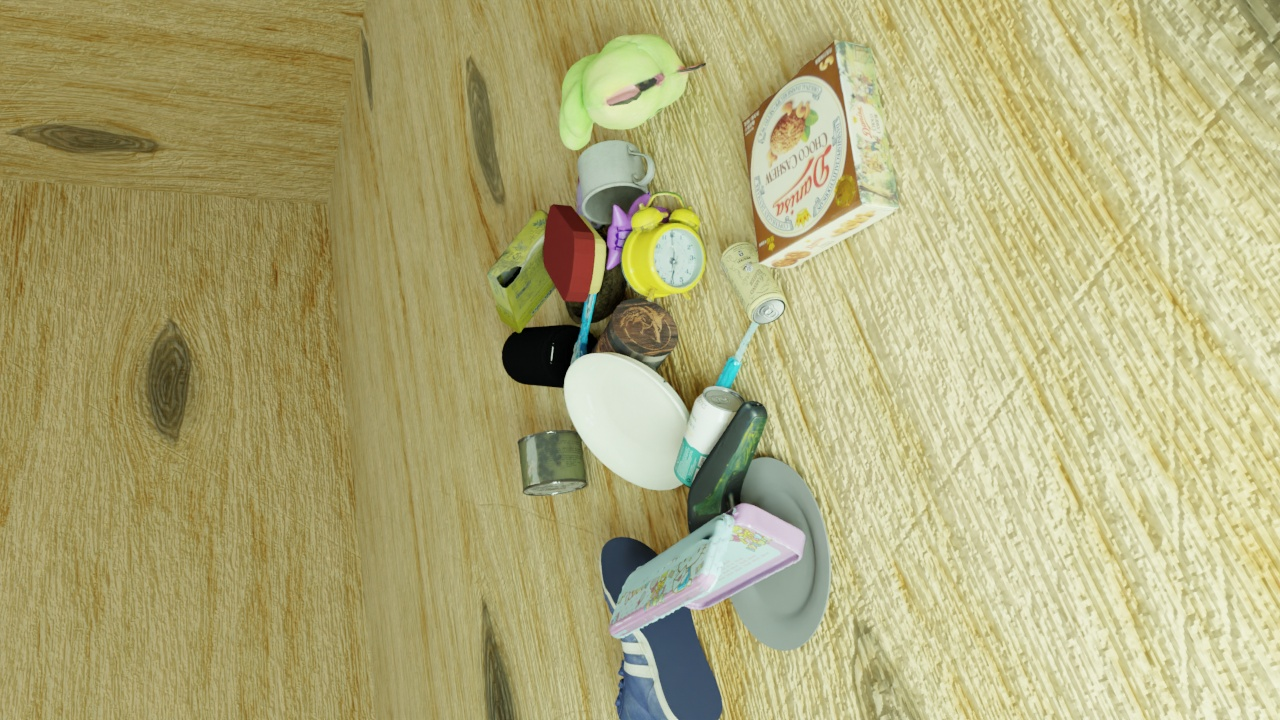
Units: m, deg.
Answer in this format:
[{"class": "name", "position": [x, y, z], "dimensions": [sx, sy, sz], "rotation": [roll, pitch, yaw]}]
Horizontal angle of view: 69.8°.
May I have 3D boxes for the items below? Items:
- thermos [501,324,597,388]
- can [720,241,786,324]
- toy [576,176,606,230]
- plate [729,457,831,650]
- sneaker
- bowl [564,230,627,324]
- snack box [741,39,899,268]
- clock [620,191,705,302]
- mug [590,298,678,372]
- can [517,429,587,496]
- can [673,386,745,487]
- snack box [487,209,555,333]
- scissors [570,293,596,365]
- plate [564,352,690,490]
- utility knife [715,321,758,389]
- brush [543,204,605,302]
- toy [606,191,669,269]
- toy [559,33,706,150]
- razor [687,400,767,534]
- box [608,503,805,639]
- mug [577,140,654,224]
[{"class": "thermos", "position": [-0.120, -0.006, 1.274], "dimensions": [0.199, 0.086, 0.086], "rotation": [1, 91, 63]}, {"class": "can", "position": [0.107, -0.074, 0.877], "dimensions": [0.038, 0.038, 0.079], "rotation": [-64, 36, 41]}, {"class": "toy", "position": [-0.064, -0.217, 1.219], "dimensions": [0.080, 0.036, 0.099], "rotation": [157, 112, -62]}, {"class": "plate", "position": [0.126, 0.180, 0.865], "dimensions": [0.179, 0.012, 0.178], "rotation": [-1, 88, 63]}, {"class": "sneaker", "position": [0.006, 0.326, 1.027], "dimensions": [0.233, 0.091, 0.119], "rotation": [59, 143, 34]}, {"class": "bowl", "position": [-0.050, -0.106, 1.169], "dimensions": [0.121, 0.056, 0.121], "rotation": [-2, 88, 63]}, {"class": "snack box", "position": [0.149, -0.172, 0.791], "dimensions": [0.143, 0.041, 0.147], "rotation": [-28, 64, 60]}, {"class": "clock", "position": [0.025, -0.123, 0.992], "dimensions": [0.057, 0.083, 0.119], "rotation": [5, 97, 58]}, {"class": "mug", "position": [-0.006, 0.006, 1.064], "dimensions": [0.115, 0.079, 0.107], "rotation": [64, 146, 23]}, {"class": "can", "position": [-0.123, 0.142, 1.273], "dimensions": [0.090, 0.089, 0.074], "rotation": [-38, 57, 57]}, {"class": "can", "position": [0.071, 0.080, 0.928], "dimensions": [0.055, 0.054, 0.102], "rotation": [53, 136, 50]}, {"class": "snack box", "position": [-0.153, -0.120, 1.244], "dimensions": [0.121, 0.045, 0.181], "rotation": [-53, -10, -14]}, {"class": "scissors", "position": [-0.067, -0.028, 1.103], "dimensions": [0.118, 0.013, 0.140], "rotation": [-103, 27, -62]}, {"class": "plate", "position": [-0.006, 0.063, 1.031], "dimensions": [0.182, 0.034, 0.183], "rotation": [25, 136, 27]}, {"class": "utility knife", "position": [0.091, 0.015, 0.932], "dimensions": [0.167, 0.015, 0.022], "rotation": [113, 145, -40]}, {"class": "brush", "position": [-0.078, -0.129, 1.090], "dimensions": [0.173, 0.041, 0.082], "rotation": [-124, 40, -62]}, {"class": "toy", "position": [-0.001, -0.138, 1.040], "dimensions": [0.056, 0.088, 0.106], "rotation": [25, 112, 54]}, {"class": "toy", "position": [-0.024, -0.310, 1.035], "dimensions": [0.107, 0.149, 0.197], "rotation": [60, 153, -7]}, {"class": "razor", "position": [0.089, 0.110, 0.878], "dimensions": [0.067, 0.053, 0.152], "rotation": [41, 120, 39]}, {"class": "box", "position": [0.057, 0.213, 0.851], "dimensions": [0.215, 0.090, 0.091], "rotation": [-48, 16, 53]}, {"class": "mug", "position": [-0.024, -0.220, 1.097], "dimensions": [0.113, 0.084, 0.070], "rotation": [-33, 57, 42]}]
